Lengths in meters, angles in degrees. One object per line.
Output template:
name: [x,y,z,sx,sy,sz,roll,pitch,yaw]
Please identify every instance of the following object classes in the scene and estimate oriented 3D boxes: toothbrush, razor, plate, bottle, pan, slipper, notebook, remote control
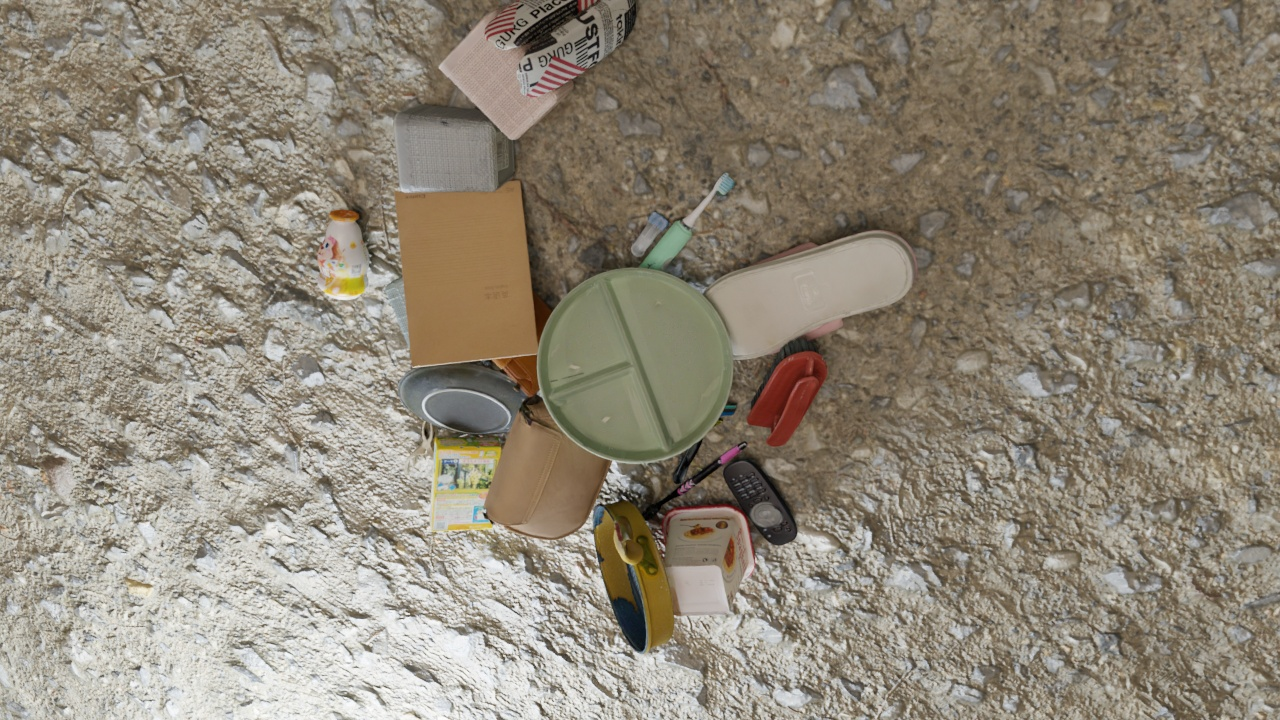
toothbrush: [0.068,0.161,1.204,0.190,0.017,0.014,-39,98,25]
razor: [0.074,0.105,1.175,0.042,0.022,0.143,2,129,-36]
plate: [-0.222,0.058,1.177,0.179,0.024,0.180,2,146,1]
bottle: [-0.375,-0.134,1.158,0.063,0.063,0.108,14,116,8]
plate: [-0.006,0.006,1.075,0.230,0.027,0.230,0,97,2]
pan: [-0.015,0.245,1.113,0.078,0.197,0.358,-15,156,-18]
toothbrush: [0.033,-0.132,1.074,0.027,0.026,0.225,48,118,15]
slipper: [0.181,-0.075,1.044,0.275,0.054,0.114,-21,103,32]
notebook: [-0.205,-0.104,1.082,0.149,0.012,0.211,-6,85,-4]
remote control: [0.156,0.180,1.186,0.053,0.024,0.136,-28,105,22]

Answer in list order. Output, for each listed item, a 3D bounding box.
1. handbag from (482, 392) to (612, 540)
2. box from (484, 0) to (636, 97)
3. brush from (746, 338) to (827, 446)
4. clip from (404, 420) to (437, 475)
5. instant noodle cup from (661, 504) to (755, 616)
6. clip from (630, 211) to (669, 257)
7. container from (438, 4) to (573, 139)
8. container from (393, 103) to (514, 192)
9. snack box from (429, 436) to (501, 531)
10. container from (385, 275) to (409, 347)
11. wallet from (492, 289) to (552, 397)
handbag: [-0.115,0.129,1.171,0.147,0.100,0.205,7,115,-38]
box: [-0.082,-0.348,0.953,0.085,0.161,0.075,46,162,18]
brush: [0.174,0.039,1.061,0.063,0.069,0.146,8,142,-9]
clip: [-0.302,0.126,1.273,0.098,0.035,0.099,-15,109,21]
instant noodle cup: [0.082,0.261,1.185,0.117,0.124,0.116,-6,112,16]
clip: [0.010,-0.148,1.080,0.024,0.028,0.057,35,109,-5]
container: [-0.142,-0.313,1.004,0.090,0.089,0.111,-36,105,25]
container: [-0.210,-0.242,1.054,0.114,0.090,0.090,5,116,9]
snack box: [-0.241,0.170,1.259,0.086,0.033,0.141,0,120,-19]
container: [-0.250,-0.064,1.146,0.090,0.089,0.111,-17,105,21]
wallet: [-0.150,-0.029,1.125,0.130,0.118,0.035,48,145,-10]
